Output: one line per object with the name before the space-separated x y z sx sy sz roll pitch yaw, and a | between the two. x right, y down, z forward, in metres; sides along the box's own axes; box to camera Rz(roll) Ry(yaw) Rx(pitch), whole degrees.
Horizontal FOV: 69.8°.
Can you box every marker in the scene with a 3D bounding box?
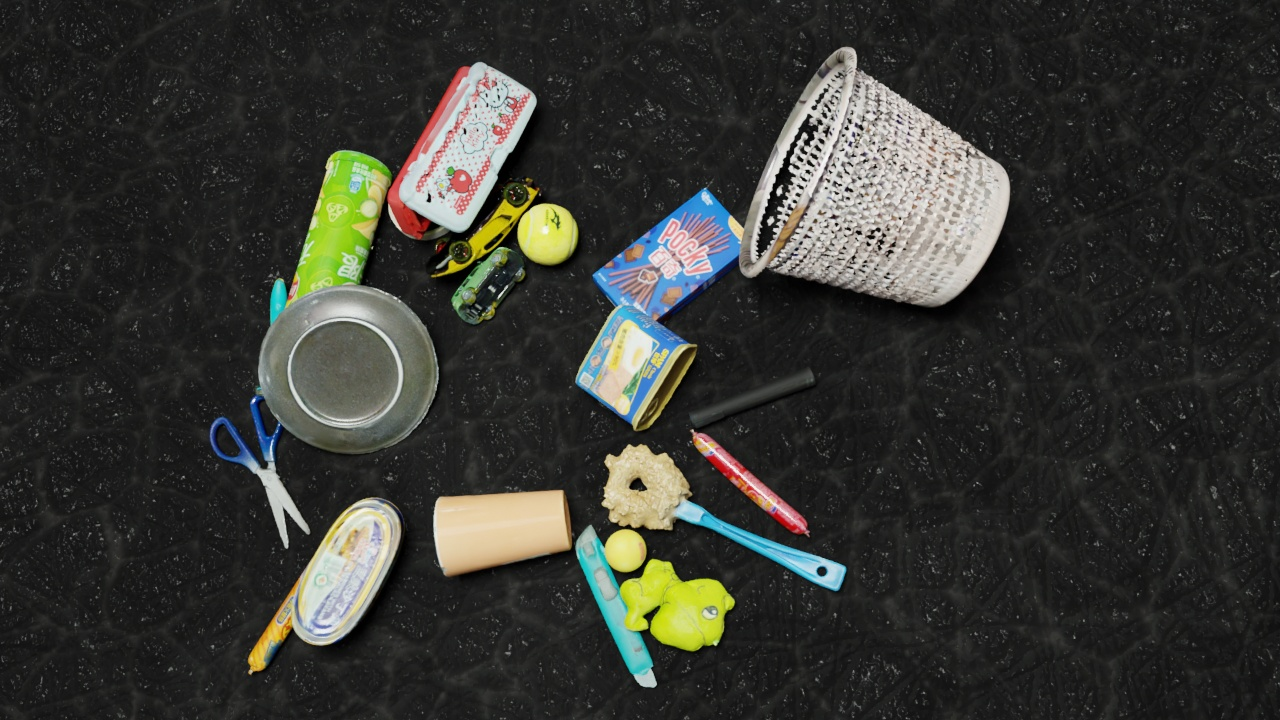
marker | 0.112 0.038 0.923 0.132 0.022 0.020 -20 108 1

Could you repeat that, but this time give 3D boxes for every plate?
plate | -0.299 0.012 0.939 0.179 0.024 0.179 -1 99 -7

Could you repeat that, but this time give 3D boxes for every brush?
brush | 0.075 0.158 0.888 0.255 0.046 0.083 23 73 9

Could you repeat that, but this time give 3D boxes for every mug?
mug | -0.131 0.164 0.892 0.123 0.078 0.078 -7 72 0

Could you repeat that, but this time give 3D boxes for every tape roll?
tape roll | -0.242 -0.178 1.038 0.086 0.014 0.085 -2 73 7

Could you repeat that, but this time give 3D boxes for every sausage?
sausage | 0.106 0.120 0.901 0.156 0.020 0.020 41 82 17
sausage | -0.344 0.240 0.921 0.021 0.021 0.165 28 79 14

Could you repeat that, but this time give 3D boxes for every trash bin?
trash bin | 0.226 -0.152 0.872 0.192 0.228 0.227 21 76 -7

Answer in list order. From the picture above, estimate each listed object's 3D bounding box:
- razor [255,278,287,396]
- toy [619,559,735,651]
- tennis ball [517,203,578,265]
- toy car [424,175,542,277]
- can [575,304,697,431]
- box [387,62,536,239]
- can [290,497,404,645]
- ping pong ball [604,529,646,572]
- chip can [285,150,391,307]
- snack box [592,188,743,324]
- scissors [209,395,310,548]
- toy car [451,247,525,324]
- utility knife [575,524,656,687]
razor | -0.396 -0.025 1.004 0.043 0.028 0.132 0 75 -20
toy | 0.034 0.235 0.869 0.096 0.031 0.100 -37 69 -8
tennis ball | -0.098 -0.134 0.979 0.065 0.065 0.065 -2 73 6
toy car | -0.171 -0.143 0.992 0.155 0.071 0.041 -48 117 -13
can | -0.005 0.005 0.918 0.083 0.057 0.102 35 105 17
box | -0.184 -0.223 0.988 0.099 0.095 0.201 17 65 12
can | -0.285 0.205 0.898 0.074 0.049 0.148 29 78 -6
ping pong ball | -0.014 0.184 0.886 0.040 0.040 0.040 -2 73 6
chip can | -0.331 -0.121 1.002 0.072 0.072 0.221 8 74 9
snack box | 0.036 -0.104 0.973 0.157 0.026 0.084 -39 73 -5
scissors | -0.389 0.110 0.972 0.171 0.012 0.141 26 79 13
toy car | -0.164 -0.082 0.983 0.091 0.043 0.036 -48 51 0
utility knife | -0.024 0.237 0.885 0.029 0.013 0.164 -27 72 -1
